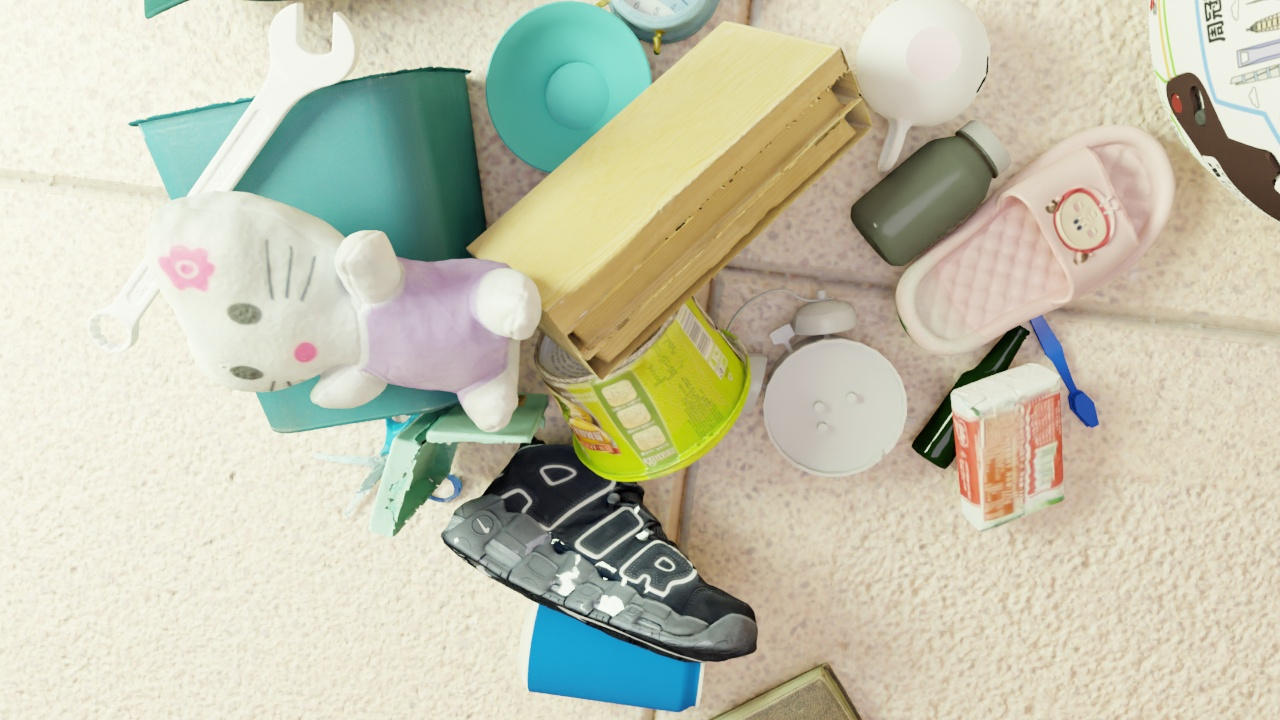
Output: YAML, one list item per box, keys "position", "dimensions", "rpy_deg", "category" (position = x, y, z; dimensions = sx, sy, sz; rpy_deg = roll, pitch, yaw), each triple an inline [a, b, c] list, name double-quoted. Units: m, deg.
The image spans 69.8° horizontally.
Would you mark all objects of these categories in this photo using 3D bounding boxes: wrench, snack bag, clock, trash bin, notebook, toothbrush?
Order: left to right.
- position: [-0.257, -0.100, 0.548]
  dimensions: [0.047, 0.009, 0.274]
  rpy_deg: [41, 111, -13]
  category: "wrench"
- position: [-0.203, -0.082, 0.655]
  dimensions: [0.197, 0.199, 0.219]
  rpy_deg: [-8, 106, 7]
  category: "trash bin"
- position: [0.023, -0.289, 0.658]
  dimensions: [0.089, 0.051, 0.125]
  rpy_deg: [35, 102, 0]
  category: "clock"
- position: [0.110, 0.384, 0.786]
  dimensions: [0.216, 0.034, 0.190]
  rpy_deg: [-30, 98, 9]
  category: "notebook"
- position: [0.132, 0.017, 0.701]
  dimensions: [0.120, 0.061, 0.159]
  rpy_deg: [-41, 96, 11]
  category: "clock"
- position: [0.277, 0.065, 0.689]
  dimensions: [0.077, 0.036, 0.116]
  rpy_deg: [-19, 116, -8]
  category: "snack bag"
- position: [0.305, -0.029, 0.702]
  dimensions: [0.016, 0.011, 0.187]
  rpy_deg: [-30, 97, 9]
  category: "toothbrush"

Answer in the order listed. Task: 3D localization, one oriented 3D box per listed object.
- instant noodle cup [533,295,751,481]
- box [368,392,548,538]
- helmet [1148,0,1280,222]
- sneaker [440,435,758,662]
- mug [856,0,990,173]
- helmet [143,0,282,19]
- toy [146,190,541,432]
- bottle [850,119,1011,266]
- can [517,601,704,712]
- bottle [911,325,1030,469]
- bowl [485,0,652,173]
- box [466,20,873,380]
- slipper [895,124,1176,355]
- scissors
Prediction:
- position: [-0.004, 0.004, 0.657]
  dimensions: [0.146, 0.146, 0.098]
  rpy_deg: [-29, 125, 9]
  category: "instant noodle cup"
- position: [-0.124, 0.067, 0.664]
  dimensions: [0.112, 0.187, 0.078]
  rpy_deg: [-4, 97, -3]
  category: "box"
- position: [0.436, -0.200, 0.544]
  dimensions: [0.231, 0.236, 0.314]
  rpy_deg: [-16, 91, 4]
  category: "helmet"
- position: [-0.013, 0.127, 0.702]
  dimensions: [0.253, 0.097, 0.150]
  rpy_deg: [18, 68, 18]
  category: "sneaker"
- position: [0.193, -0.193, 0.648]
  dimensions: [0.090, 0.076, 0.124]
  rpy_deg: [17, 102, 2]
  category: "mug"
- position: [-0.227, -0.339, 0.598]
  dimensions: [0.274, 0.200, 0.176]
  rpy_deg: [-20, 54, -5]
  category: "helmet"
- position: [-0.166, -0.032, 0.529]
  dimensions: [0.209, 0.085, 0.138]
  rpy_deg: [11, 137, -11]
  category: "toy"
- position: [0.211, -0.122, 0.669]
  dimensions: [0.108, 0.060, 0.060]
  rpy_deg: [-40, 95, 11]
  category: "bottle"
- position: [-0.022, 0.237, 0.747]
  dimensions: [0.146, 0.079, 0.079]
  rpy_deg: [7, 101, 4]
  category: "can"
- position: [0.257, 0.026, 0.707]
  dimensions: [0.033, 0.033, 0.123]
  rpy_deg: [32, 101, -1]
  category: "bottle"
- position: [-0.051, -0.199, 0.684]
  dimensions: [0.121, 0.046, 0.121]
  rpy_deg: [1, 101, 5]
  category: "bowl"
- position: [0.022, -0.110, 0.614]
  dimensions: [0.249, 0.128, 0.092]
  rpy_deg: [-44, 134, -7]
  category: "box"
- position: [0.289, -0.081, 0.667]
  dimensions: [0.222, 0.055, 0.107]
  rpy_deg: [-35, 95, 4]
  category: "slipper"
- position: [-0.206, 0.090, 0.768]
  dimensions: [0.127, 0.014, 0.127]
  rpy_deg: [40, 100, -5]
  category: "scissors"
